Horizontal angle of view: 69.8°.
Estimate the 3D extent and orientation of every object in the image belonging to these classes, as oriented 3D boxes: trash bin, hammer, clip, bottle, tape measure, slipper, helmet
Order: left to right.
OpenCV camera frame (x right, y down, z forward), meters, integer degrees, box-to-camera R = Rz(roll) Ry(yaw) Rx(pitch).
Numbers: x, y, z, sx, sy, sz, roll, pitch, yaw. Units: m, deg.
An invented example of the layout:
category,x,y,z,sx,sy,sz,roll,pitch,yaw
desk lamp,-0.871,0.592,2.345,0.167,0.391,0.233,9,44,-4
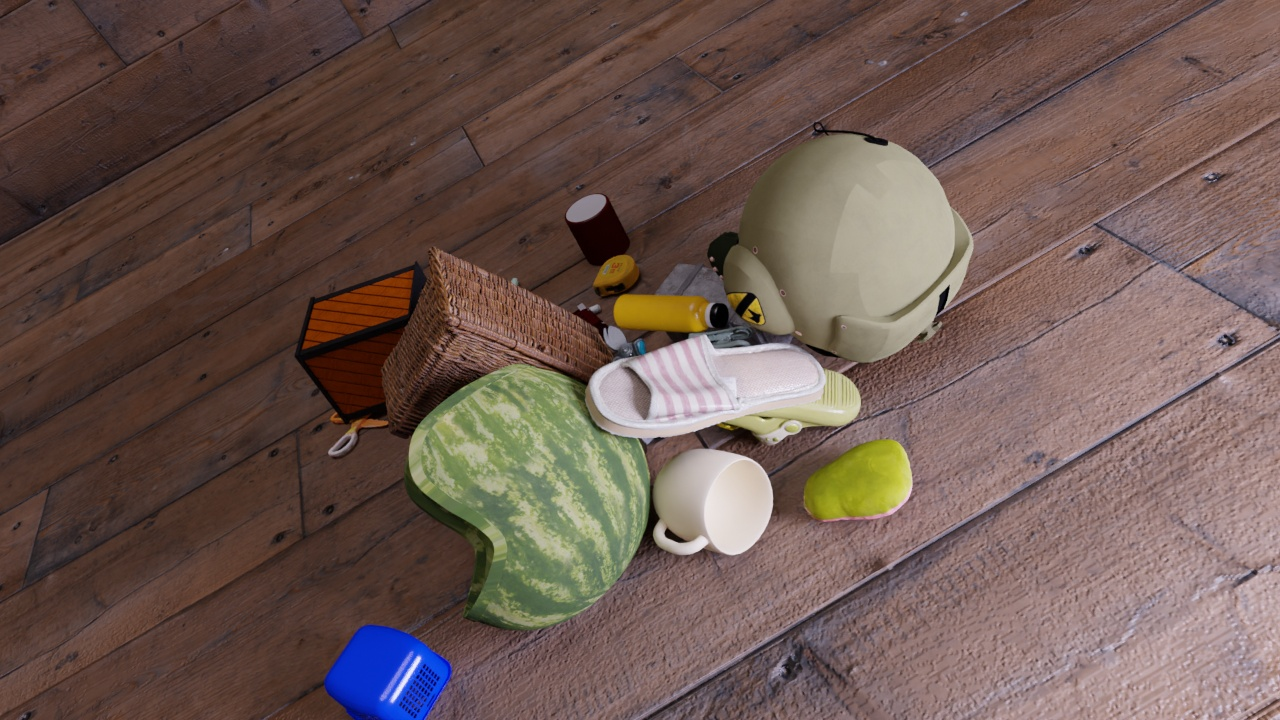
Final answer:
category,x,y,z,sx,sy,sz,roll,pitch,yaw
trash bin,-0.379,-0.026,1.343,0.172,0.140,0.139,-18,39,7
helmet,-0.107,0.137,0.935,0.242,0.247,0.214,-31,-3,-22
tape measure,-0.031,-0.125,1.336,0.059,0.030,0.068,-4,47,29
bottle,0.037,-0.055,1.083,0.144,0.043,0.043,5,49,38
hammer,0.041,0.028,1.094,0.177,0.079,0.325,16,62,42
slipper,0.073,0.019,0.922,0.262,0.052,0.115,-8,44,-24
clip,0.090,-0.020,1.037,0.076,0.023,0.044,-9,59,27
slipper,0.142,0.046,1.007,0.190,0.082,0.091,6,44,1
helmet,0.219,-0.109,0.964,0.249,0.256,0.233,-43,37,-17

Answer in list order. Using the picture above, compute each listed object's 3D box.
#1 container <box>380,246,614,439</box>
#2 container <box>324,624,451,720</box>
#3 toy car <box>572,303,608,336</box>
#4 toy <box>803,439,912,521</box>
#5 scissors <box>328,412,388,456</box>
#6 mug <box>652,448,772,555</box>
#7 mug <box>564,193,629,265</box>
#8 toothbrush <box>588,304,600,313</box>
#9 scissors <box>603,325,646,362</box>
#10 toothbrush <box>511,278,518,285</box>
category,x,y,z,sx,sy,sz,roll,pitch,yaw
container,-0.175,0.020,1.090,0.183,0.249,0.162,-52,35,19
container,-0.267,0.329,0.958,0.114,0.058,0.096,5,49,35
toy car,-0.130,-0.019,1.255,0.169,0.062,0.070,-37,39,-9
toy,0.210,0.120,0.899,0.110,0.051,0.089,-18,37,18
scissors,-0.417,0.095,1.347,0.125,0.011,0.130,-2,46,31
mug,0.058,0.146,0.927,0.120,0.096,0.100,-46,30,-26
mug,-0.070,-0.209,1.411,0.073,0.082,0.105,-28,38,2
toothbrush,-0.142,-0.039,1.326,0.187,0.012,0.017,-22,52,9
scissors,0.000,0.003,1.074,0.146,0.019,0.133,-5,59,28
toothbrush,-0.201,-0.076,1.400,0.022,0.015,0.154,-42,29,34
